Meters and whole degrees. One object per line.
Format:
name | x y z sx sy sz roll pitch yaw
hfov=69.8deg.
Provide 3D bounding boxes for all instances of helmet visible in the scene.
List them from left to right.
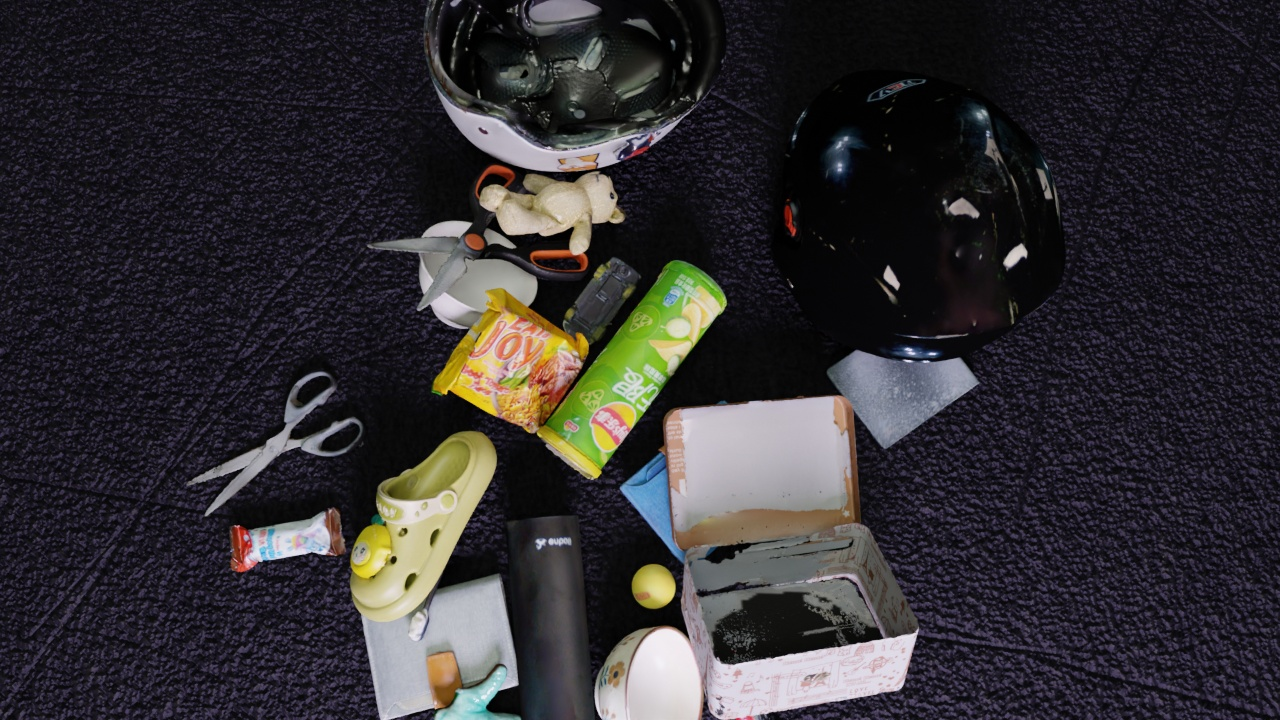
helmet | -0.068 -0.277 0.885 0.273 0.157 0.230 -12 76 -15
helmet | 0.249 -0.129 0.821 0.233 0.230 0.275 -22 103 -7

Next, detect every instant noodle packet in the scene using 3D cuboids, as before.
instant noodle packet | -0.115 0.003 0.838 0.044 0.128 0.111 35 93 45

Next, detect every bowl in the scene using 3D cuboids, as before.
bowl | -0.165 -0.069 0.877 0.118 0.065 0.118 21 42 -20
bowl | 0.000 0.292 0.805 0.062 0.113 0.113 -14 76 36

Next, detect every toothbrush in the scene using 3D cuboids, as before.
toothbrush | -0.176 0.168 0.845 0.016 0.018 0.180 12 65 11

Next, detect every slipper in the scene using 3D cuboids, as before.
slipper | -0.207 0.136 0.824 0.092 0.081 0.190 12 64 47

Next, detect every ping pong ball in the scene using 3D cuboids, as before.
ping pong ball | 0.012 0.208 0.844 0.040 0.040 0.040 0 78 -1

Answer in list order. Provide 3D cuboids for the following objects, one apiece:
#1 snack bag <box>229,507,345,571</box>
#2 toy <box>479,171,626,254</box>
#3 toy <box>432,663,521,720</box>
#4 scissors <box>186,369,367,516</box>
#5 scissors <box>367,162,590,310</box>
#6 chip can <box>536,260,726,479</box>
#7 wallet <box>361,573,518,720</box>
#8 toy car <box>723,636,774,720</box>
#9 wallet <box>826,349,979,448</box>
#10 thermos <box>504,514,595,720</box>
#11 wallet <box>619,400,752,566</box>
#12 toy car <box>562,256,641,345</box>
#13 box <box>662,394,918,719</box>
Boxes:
snack bag | -0.328 0.167 0.852 0.105 0.026 0.045 -10 75 -5
toy | -0.083 -0.150 0.873 0.156 0.066 0.105 -16 54 -47
toy | -0.136 0.318 0.809 0.092 0.030 0.096 42 81 -22
scissors | -0.347 0.078 0.879 0.163 0.014 0.166 8 80 3
scissors | -0.146 -0.116 0.867 0.220 0.022 0.224 12 50 -28
chip can | -0.005 0.005 0.870 0.072 0.073 0.221 36 79 6
wallet | -0.181 0.261 0.831 0.129 0.037 0.106 -13 78 -4
toy car | 0.096 0.308 0.820 0.045 0.053 0.120 -23 72 16
wallet | 0.256 0.016 0.902 0.120 0.019 0.097 -34 79 -6
thermos | -0.069 0.262 0.826 0.089 0.069 0.242 0 78 -34
wallet | 0.062 0.116 0.867 0.133 0.040 0.106 -39 86 -9
toy car | -0.038 -0.056 0.900 0.042 0.035 0.090 36 85 7
box | 0.122 0.166 0.812 0.179 0.130 0.272 -5 64 -9
